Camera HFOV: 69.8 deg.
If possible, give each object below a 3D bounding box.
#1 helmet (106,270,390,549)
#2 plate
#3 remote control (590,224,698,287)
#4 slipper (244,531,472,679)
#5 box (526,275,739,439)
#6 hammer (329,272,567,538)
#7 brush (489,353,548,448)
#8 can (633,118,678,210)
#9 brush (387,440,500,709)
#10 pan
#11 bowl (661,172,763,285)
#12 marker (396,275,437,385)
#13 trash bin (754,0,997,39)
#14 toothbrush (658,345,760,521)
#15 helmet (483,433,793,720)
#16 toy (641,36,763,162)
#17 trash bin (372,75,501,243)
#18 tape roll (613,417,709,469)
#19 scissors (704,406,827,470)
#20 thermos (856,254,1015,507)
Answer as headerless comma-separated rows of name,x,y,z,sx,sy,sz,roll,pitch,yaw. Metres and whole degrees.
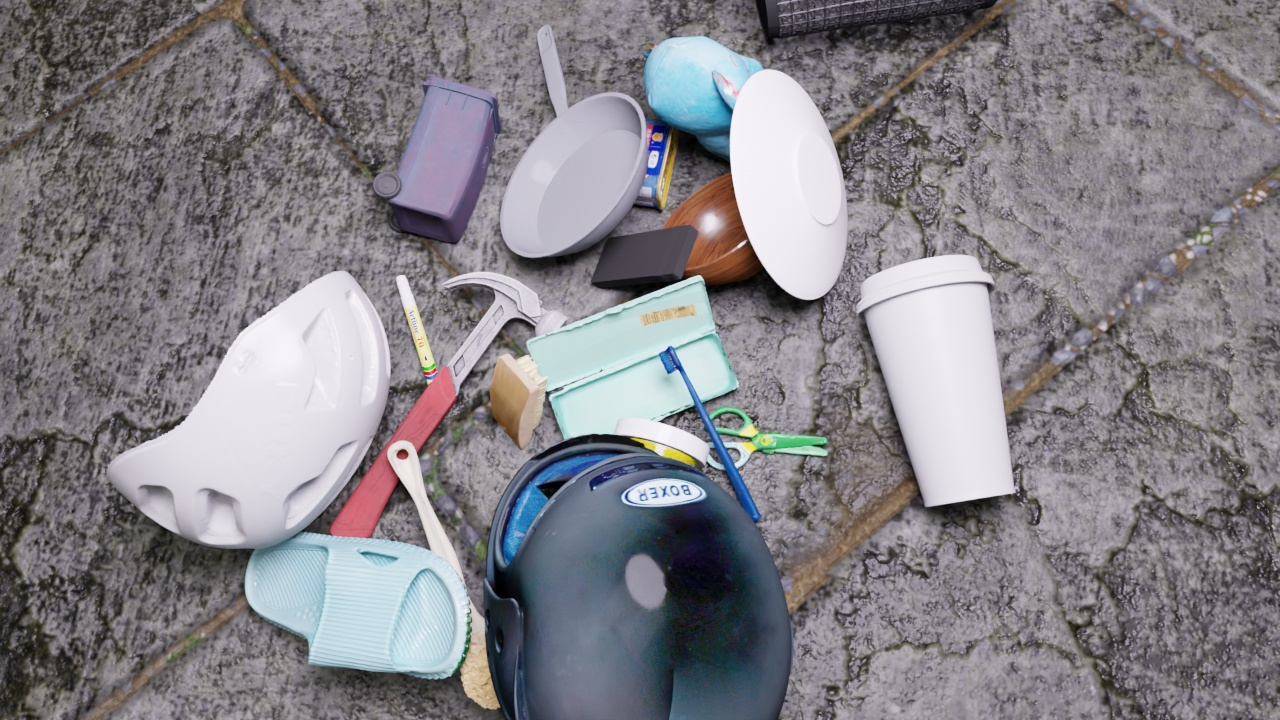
helmet,-0.342,0.043,0.867,0.184,0.224,0.282,27,77,-11
plate,0.163,-0.175,0.902,0.030,0.229,0.229,-8,66,38
remote control,0.002,-0.107,0.950,0.134,0.013,0.058,1,64,50
slipper,-0.274,0.216,0.840,0.277,0.069,0.116,5,78,26
box,-0.007,0.003,0.922,0.187,0.057,0.138,-20,103,-3
hammer,-0.216,0.048,0.941,0.126,0.036,0.315,34,80,1
brush,-0.119,0.038,0.907,0.039,0.117,0.049,-33,69,-27
can,0.004,-0.218,1.012,0.059,0.054,0.099,9,71,9
brush,-0.180,0.196,0.866,0.062,0.077,0.272,-23,73,-17
pan,-0.080,-0.253,1.015,0.201,0.050,0.355,-31,48,25
bowl,0.095,-0.125,0.954,0.147,0.069,0.147,-27,36,21
marker,-0.241,-0.033,0.989,0.014,0.014,0.132,-21,71,-3
trash bin,0.243,-0.466,1.005,0.243,0.217,0.216,-13,70,7
toothbrush,0.067,0.072,0.895,0.017,0.016,0.190,-28,90,8
helmet,-0.002,0.194,0.751,0.248,0.236,0.315,-2,69,-21
toy,0.084,-0.268,0.953,0.115,0.180,0.183,-51,43,3
trash bin,-0.220,-0.223,1.013,0.092,0.094,0.160,15,74,0
tape roll,0.020,0.081,0.885,0.094,0.094,0.019,15,72,10
scissors,0.125,0.088,0.918,0.131,0.014,0.071,11,72,10
thermos,0.288,0.023,0.875,0.131,0.131,0.221,-9,78,1
